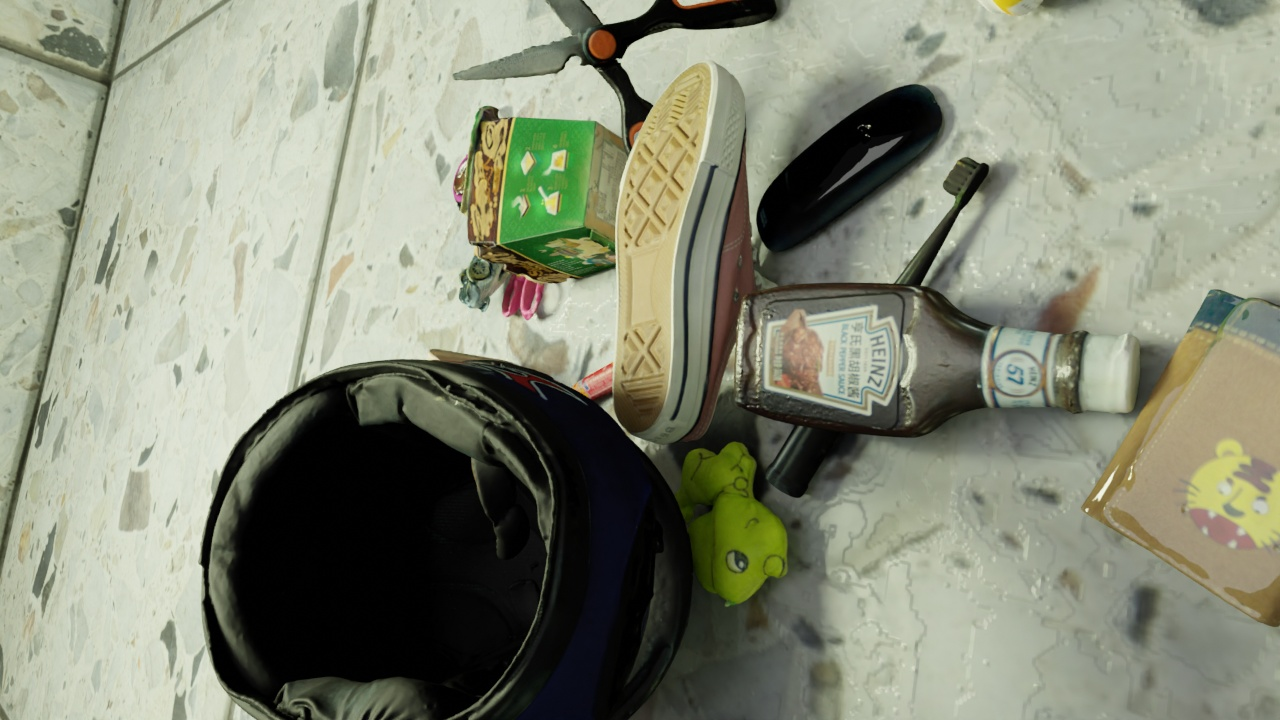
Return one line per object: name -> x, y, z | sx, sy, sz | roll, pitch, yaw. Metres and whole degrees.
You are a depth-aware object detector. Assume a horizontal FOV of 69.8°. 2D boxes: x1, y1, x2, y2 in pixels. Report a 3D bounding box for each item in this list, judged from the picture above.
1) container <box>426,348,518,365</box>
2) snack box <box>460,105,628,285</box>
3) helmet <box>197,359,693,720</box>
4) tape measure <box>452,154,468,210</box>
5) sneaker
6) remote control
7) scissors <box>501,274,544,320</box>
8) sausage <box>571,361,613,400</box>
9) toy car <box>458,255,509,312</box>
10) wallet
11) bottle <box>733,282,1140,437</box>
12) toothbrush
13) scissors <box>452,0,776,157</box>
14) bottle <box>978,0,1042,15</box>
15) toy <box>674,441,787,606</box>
container -> -0.130, 0.062, 0.728 | 0.090, 0.090, 0.111 | 31, 105, 46
snack box -> -0.053, -0.125, 0.691 | 0.106, 0.118, 0.117 | 0, 79, 34
helmet -> -0.087, 0.124, 0.545 | 0.316, 0.240, 0.247 | 2, 74, 39
tape measure -> -0.146, -0.162, 0.838 | 0.058, 0.039, 0.057 | -24, 62, 40
sneaker -> 0.042, -0.064, 0.580 | 0.118, 0.087, 0.241 | -5, 77, 53
remote control -> 0.119, -0.117, 0.560 | 0.137, 0.024, 0.053 | -37, 54, 34
scissors -> -0.083, -0.097, 0.772 | 0.073, 0.017, 0.137 | 25, 95, 57
sausage -> -0.004, 0.004, 0.659 | 0.156, 0.020, 0.020 | -26, 62, 39
toy car -> -0.124, -0.100, 0.793 | 0.120, 0.036, 0.054 | -70, 17, -8
wallet -> 0.250, 0.037, 0.379 | 0.090, 0.033, 0.115 | 39, 111, 44
bottle -> 0.142, 0.001, 0.467 | 0.195, 0.044, 0.080 | 4, 91, 34
toothbrush -> 0.133, -0.017, 0.518 | 0.027, 0.026, 0.213 | 38, 107, 37
scissors -> -0.007, -0.205, 0.625 | 0.221, 0.234, 0.022 | 65, 175, -9
bottle -> 0.216, -0.226, 0.460 | 0.109, 0.063, 0.063 | -29, 60, 38
toy -> 0.053, 0.101, 0.567 | 0.097, 0.031, 0.100 | -15, 65, 48
